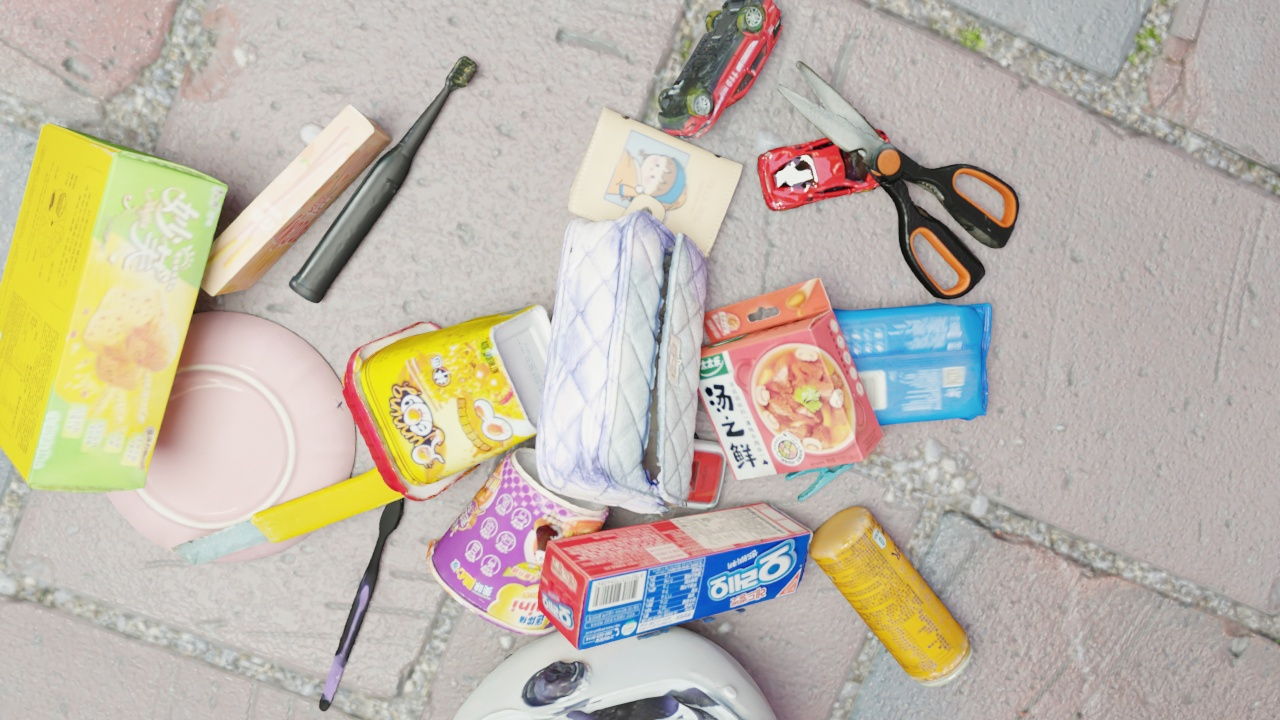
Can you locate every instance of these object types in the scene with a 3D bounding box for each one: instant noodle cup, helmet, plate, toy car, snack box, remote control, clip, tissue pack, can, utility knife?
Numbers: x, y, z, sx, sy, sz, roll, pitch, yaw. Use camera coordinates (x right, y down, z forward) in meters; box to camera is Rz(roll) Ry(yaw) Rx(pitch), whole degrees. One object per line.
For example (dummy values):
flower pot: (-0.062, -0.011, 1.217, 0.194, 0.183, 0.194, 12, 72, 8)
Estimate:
instant noodle cup: (-0.081, 0.125, 0.662, 0.111, 0.111, 0.099, 31, 101, -7)
helmet: (-0.025, 0.280, 0.668, 0.259, 0.145, 0.229, -10, 114, 1)
plate: (-0.312, 0.061, 0.678, 0.192, 0.039, 0.192, -1, 97, -5)
toy car: (0.143, -0.146, 0.697, 0.106, 0.031, 0.049, -13, 99, -5)
snack box: (0.031, 0.149, 0.656, 0.207, 0.058, 0.057, -3, 110, -37)
remote control: (-0.002, 0.083, 0.711, 0.136, 0.020, 0.056, 8, 107, -5)
clip: (0.144, 0.089, 0.732, 0.056, 0.014, 0.040, -32, 99, -1)
toy car: (0.059, -0.213, 0.670, 0.045, 0.053, 0.120, 35, 88, -32)
snack box: (-0.242, -0.111, 0.642, 0.026, 0.084, 0.157, 44, 92, -11)
tissue pack: (0.194, 0.003, 0.707, 0.157, 0.052, 0.095, -4, 99, -4)
can: (0.197, 0.186, 0.725, 0.058, 0.058, 0.146, -39, 98, 0)
snack box: (0.099, 0.017, 0.672, 0.113, 0.044, 0.127, -17, 101, 41)
snack box: (-0.361, -0.038, 0.603, 0.070, 0.158, 0.210, 13, 97, -49)
instant noodle cup: (-0.119, 0.022, 0.637, 0.124, 0.115, 0.116, -19, 99, 26)
utility knife: (-0.233, 0.105, 0.675, 0.206, 0.015, 0.033, -19, 96, -20)

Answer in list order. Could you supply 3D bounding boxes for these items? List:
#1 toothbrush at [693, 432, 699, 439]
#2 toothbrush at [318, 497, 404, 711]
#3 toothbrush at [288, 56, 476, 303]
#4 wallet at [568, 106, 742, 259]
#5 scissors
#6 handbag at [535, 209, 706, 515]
toothbrush: (-0.031, 0.020, 0.709, 0.181, 0.018, 0.015, 30, 85, -9)
toothbrush: (-0.218, 0.190, 0.716, 0.014, 0.016, 0.189, 22, 97, 5)
toothbrush: (-0.186, -0.134, 0.672, 0.212, 0.027, 0.026, -53, 135, 2)
wallet: (0.009, -0.129, 0.692, 0.115, 0.024, 0.087, 21, 89, -8)
scissors: (0.199, -0.150, 0.688, 0.162, 0.022, 0.234, -31, 107, -9)
handbag: (-0.004, 0.004, 0.628, 0.076, 0.134, 0.193, 0, 77, 26)
